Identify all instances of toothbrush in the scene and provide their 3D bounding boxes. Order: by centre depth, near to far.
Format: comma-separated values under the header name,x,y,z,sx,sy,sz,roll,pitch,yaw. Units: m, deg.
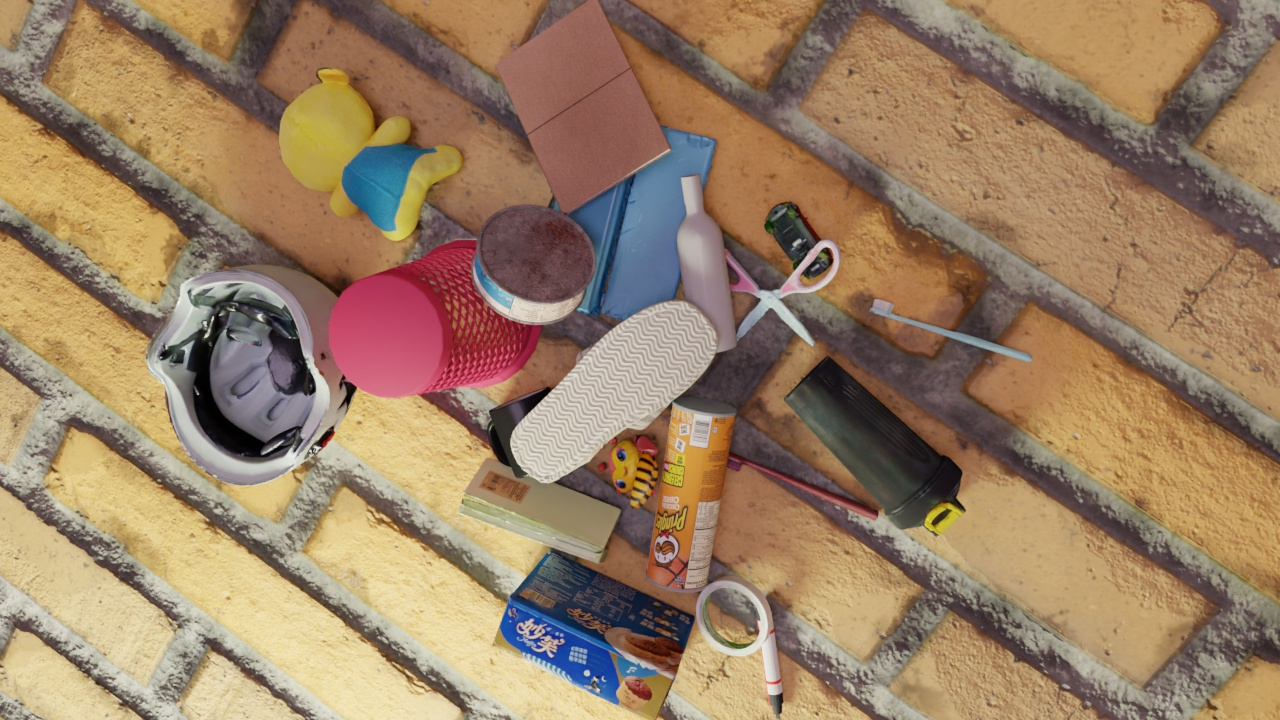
name,x,y,z,sx,sy,sz,roll,pitch,yaw
toothbrush,0.343,-0.032,1.012,0.181,0.016,0.016,20,93,9
toothbrush,0.186,0.148,1.075,0.190,0.016,0.016,21,107,8

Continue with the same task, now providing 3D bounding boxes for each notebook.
name,x,y,z,sx,sy,sz,roll,pitch,yaw
notebook,-0.068,-0.286,1.030,0.141,0.008,0.209,-29,75,16

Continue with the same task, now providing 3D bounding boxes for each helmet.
name,x,y,z,sx,sy,sz,roll,pitch,yaw
helmet,-0.446,0.011,1.114,0.236,0.163,0.264,27,110,11

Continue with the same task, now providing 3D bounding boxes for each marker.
name,x,y,z,sx,sy,sz,roll,pitch,yaw
marker,0.158,0.368,1.114,0.019,0.019,0.145,-7,97,13

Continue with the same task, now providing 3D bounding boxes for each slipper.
name,x,y,z,sx,sy,sz,roll,pitch,yaw
slipper,-0.031,0.035,1.035,0.273,0.054,0.114,-38,94,9

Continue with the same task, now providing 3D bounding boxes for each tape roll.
name,x,y,z,sx,sy,sz,roll,pitch,yaw
tape roll,0.112,0.307,1.103,0.094,0.018,0.094,5,102,27

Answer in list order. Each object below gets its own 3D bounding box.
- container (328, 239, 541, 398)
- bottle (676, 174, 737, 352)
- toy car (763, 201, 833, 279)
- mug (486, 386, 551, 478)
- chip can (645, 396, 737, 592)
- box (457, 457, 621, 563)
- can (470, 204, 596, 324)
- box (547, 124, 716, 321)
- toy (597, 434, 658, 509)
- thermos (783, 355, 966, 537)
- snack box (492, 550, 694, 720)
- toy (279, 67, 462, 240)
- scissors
name,x,y,z,sx,sy,sz,roll,pitch,yaw
container,-0.232,-0.040,1.026,0.183,0.225,0.183,2,99,12
bottle,0.070,-0.108,1.024,0.052,0.052,0.195,-6,107,13
toy car,0.176,-0.135,1.018,0.042,0.036,0.091,-38,92,34
mug,-0.142,0.091,1.112,0.114,0.078,0.088,-18,95,41
chip can,0.058,0.156,1.073,0.075,0.075,0.215,10,101,10
box,-0.126,0.195,1.121,0.188,0.077,0.091,21,102,7
can,-0.116,-0.105,0.995,0.130,0.129,0.044,37,145,4
box,-0.025,-0.163,1.049,0.177,0.047,0.232,15,99,13
toy,-0.009,0.130,1.086,0.046,0.103,0.084,22,102,-35
thermos,0.261,0.096,1.012,0.221,0.098,0.098,46,105,6
snack box,-0.050,0.319,1.081,0.203,0.154,0.069,22,101,7
toy,-0.338,-0.245,1.091,0.214,0.084,0.149,37,103,2
scissors,0.144,-0.088,1.025,0.170,0.013,0.173,48,124,10
